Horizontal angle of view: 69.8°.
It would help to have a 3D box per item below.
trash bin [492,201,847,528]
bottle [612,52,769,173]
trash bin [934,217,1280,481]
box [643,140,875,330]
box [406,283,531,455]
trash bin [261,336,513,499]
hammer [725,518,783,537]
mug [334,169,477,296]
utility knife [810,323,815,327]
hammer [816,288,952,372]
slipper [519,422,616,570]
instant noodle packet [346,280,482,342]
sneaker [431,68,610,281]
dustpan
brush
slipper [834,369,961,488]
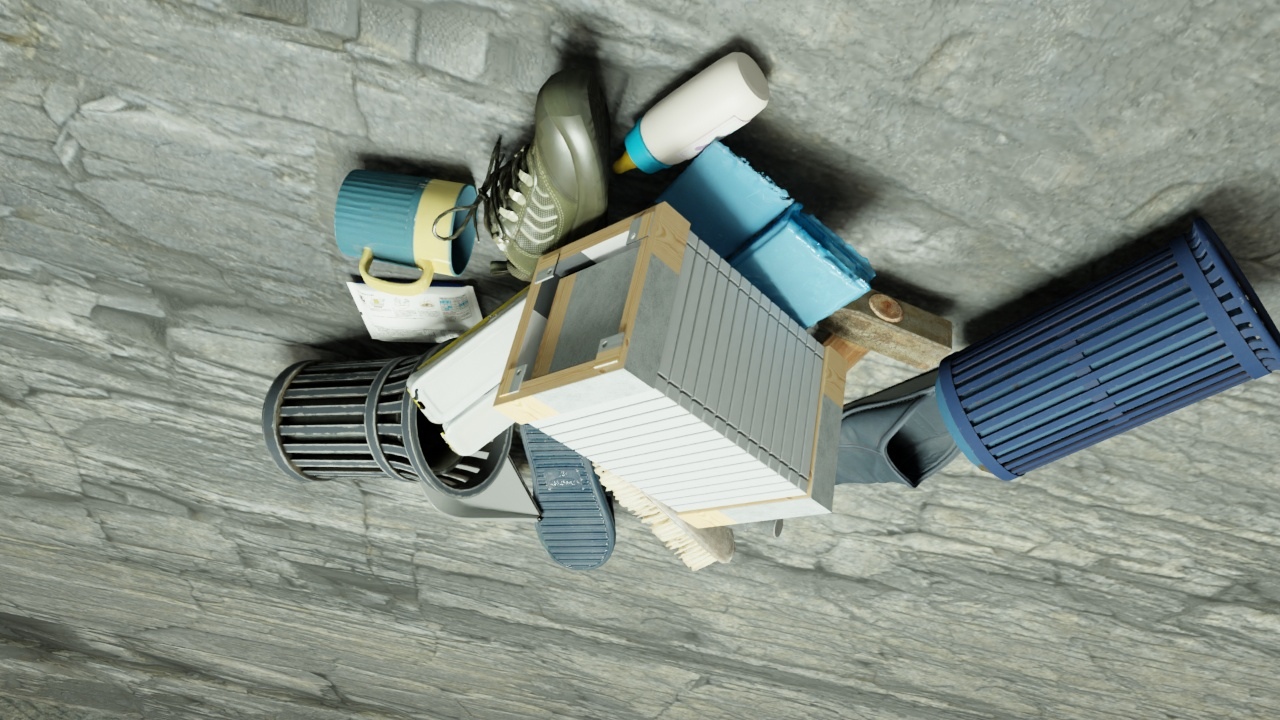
[{"bbox_3d":[0.034,0.018,0.748,0.143,0.142,0.247,-16,140,42],"label":"trash bin"},{"bbox_3d":[0.032,-0.185,0.724,0.147,0.051,0.051,-26,129,36],"label":"bottle"},{"bbox_3d":[0.391,0.003,0.790,0.139,0.139,0.250,36,129,-28],"label":"trash bin"},{"bbox_3d":[0.069,-0.077,0.803,0.174,0.033,0.232,40,148,-8],"label":"box"},{"bbox_3d":[-0.118,0.000,0.899,0.209,0.034,0.129,-38,138,-11],"label":"box"},{"bbox_3d":[-0.279,0.064,0.993,0.228,0.163,0.164,-3,140,28],"label":"trash bin"},{"bbox_3d":[0.073,0.072,1.002,0.119,0.030,0.331,9,136,30],"label":"hammer"},{"bbox_3d":[-0.211,-0.111,0.813,0.107,0.113,0.083,11,154,1],"label":"mug"},{"bbox_3d":[0.155,-0.073,0.861,0.022,0.015,0.117,15,143,20],"label":"utility knife"},{"bbox_3d":[0.161,0.023,0.940,0.158,0.037,0.302,21,145,-10],"label":"hammer"},{"bbox_3d":[-0.081,0.141,1.127,0.101,0.082,0.264,1,121,17],"label":"slipper"},{"bbox_3d":[-0.231,-0.048,0.961,0.134,0.026,0.087,3,140,8],"label":"instant noodle packet"},{"bbox_3d":[-0.097,-0.145,0.761,0.143,0.100,0.238,2,147,-2],"label":"sneaker"},{"bbox_3d":[-0.255,0.133,1.142,0.258,0.033,0.163,0,126,38],"label":"dustpan"},{"bbox_3d":[0.034,0.171,1.126,0.057,0.083,0.271,-18,134,29],"label":"brush"},{"bbox_3d":[0.276,0.094,0.985,0.109,0.083,0.266,31,138,-27],"label":"slipper"}]
